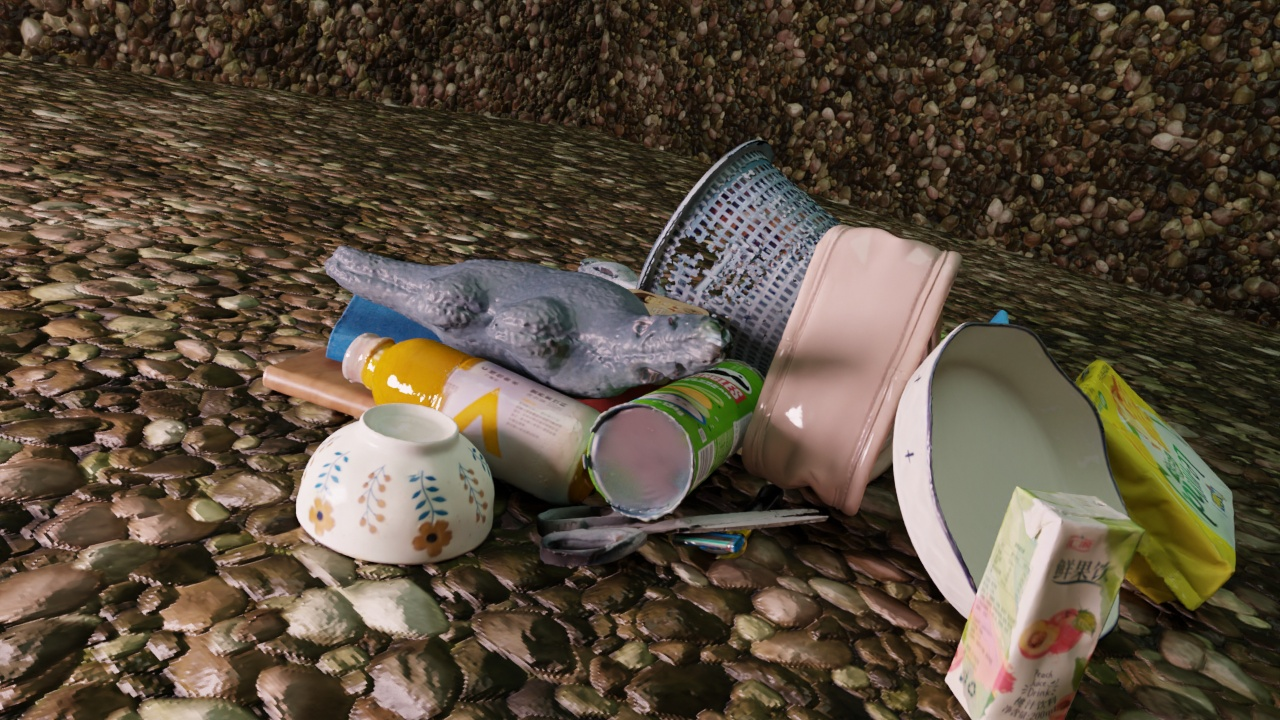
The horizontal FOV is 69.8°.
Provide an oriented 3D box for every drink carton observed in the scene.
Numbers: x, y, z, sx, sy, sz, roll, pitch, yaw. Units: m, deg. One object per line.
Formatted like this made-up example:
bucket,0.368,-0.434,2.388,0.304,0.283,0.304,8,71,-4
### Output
drink carton,0.204,0.127,0.472,0.053,0.123,0.045,7,17,-14

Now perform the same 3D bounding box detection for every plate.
plate,0.230,0.078,0.573,0.204,0.204,0.046,-2,-14,-37

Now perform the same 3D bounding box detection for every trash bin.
trash bin,0.136,-0.073,0.915,0.195,0.227,0.226,37,25,16

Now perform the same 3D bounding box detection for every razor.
razor,0.067,0.107,0.607,0.043,0.022,0.142,3,9,25

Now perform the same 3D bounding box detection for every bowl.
bowl,-0.138,0.064,0.535,0.113,0.062,0.113,12,19,-4

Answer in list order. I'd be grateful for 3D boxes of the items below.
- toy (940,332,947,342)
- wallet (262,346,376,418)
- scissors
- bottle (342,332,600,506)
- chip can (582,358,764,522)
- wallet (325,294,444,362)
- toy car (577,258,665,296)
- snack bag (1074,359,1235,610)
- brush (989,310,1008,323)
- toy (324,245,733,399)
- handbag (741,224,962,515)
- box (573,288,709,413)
toy,0.323,0.034,0.888,0.226,0.090,0.247,-3,28,-39
wallet,-0.212,0.015,0.703,0.101,0.020,0.115,18,16,8
scissors,0.021,0.096,0.557,0.172,0.014,0.145,-14,17,-43
bottle,-0.112,0.032,0.613,0.189,0.068,0.067,23,20,16
chip can,0.036,0.047,0.638,0.072,0.072,0.235,18,12,16
wallet,-0.175,-0.012,0.738,0.133,0.040,0.106,16,22,-10
toy car,-0.022,-0.098,1.148,0.121,0.037,0.054,24,21,23
snack bag,0.385,0.087,0.724,0.158,0.068,0.245,53,30,14
brush,0.286,0.031,0.779,0.046,0.083,0.253,34,44,6
toy,-0.073,-0.027,0.650,0.357,0.091,0.137,13,-9,36
handbag,0.179,0.018,0.695,0.093,0.193,0.234,23,1,28
box,-0.004,0.005,0.800,0.091,0.079,0.168,17,24,11
